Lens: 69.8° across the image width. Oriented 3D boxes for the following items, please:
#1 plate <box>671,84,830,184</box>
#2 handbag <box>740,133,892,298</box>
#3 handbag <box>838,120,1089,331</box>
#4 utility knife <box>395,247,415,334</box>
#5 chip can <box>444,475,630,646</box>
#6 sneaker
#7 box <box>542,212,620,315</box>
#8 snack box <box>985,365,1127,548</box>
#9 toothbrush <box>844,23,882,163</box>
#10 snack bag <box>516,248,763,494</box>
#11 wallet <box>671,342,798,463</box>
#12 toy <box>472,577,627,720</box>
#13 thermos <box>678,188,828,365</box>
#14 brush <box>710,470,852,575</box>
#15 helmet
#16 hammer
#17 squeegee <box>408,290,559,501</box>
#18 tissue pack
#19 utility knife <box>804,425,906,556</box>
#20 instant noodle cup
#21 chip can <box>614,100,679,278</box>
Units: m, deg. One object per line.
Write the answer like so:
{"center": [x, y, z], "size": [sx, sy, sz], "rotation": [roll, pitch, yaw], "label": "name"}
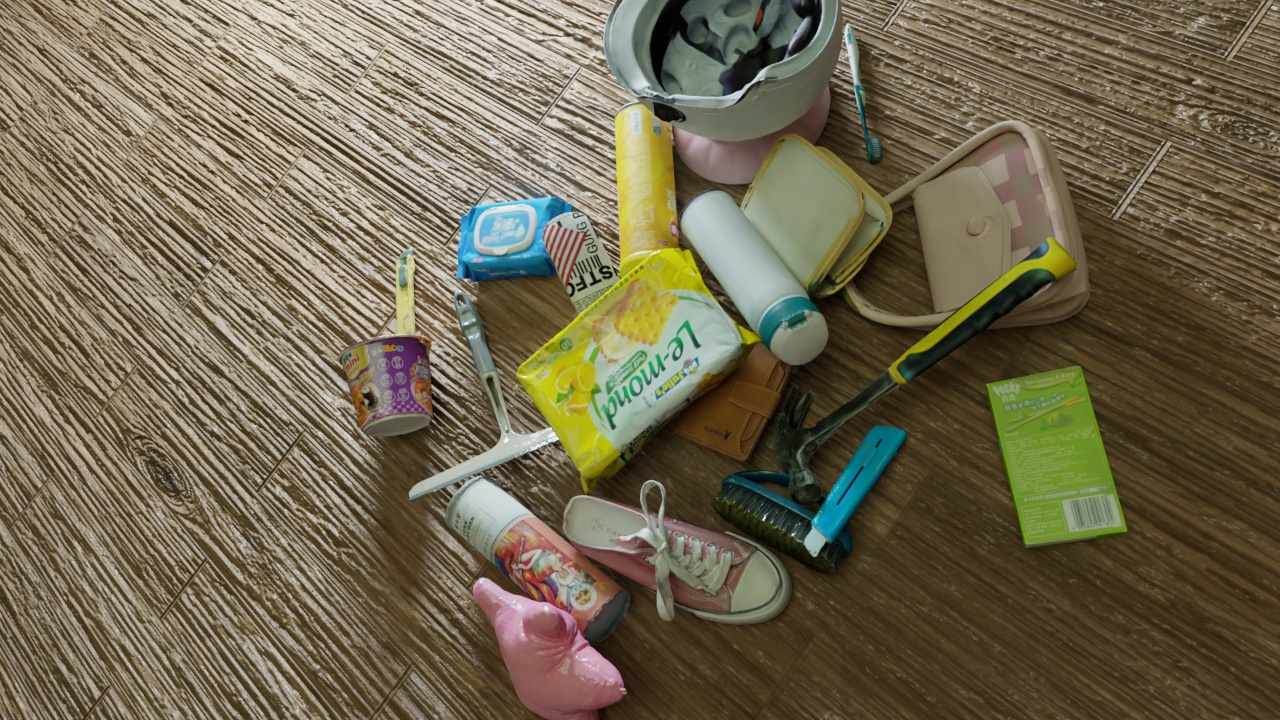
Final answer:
{"center": [0.124, -0.300, 1.079], "size": [0.193, 0.039, 0.192], "rotation": [-8, 68, 19], "label": "plate"}
{"center": [0.168, -0.131, 0.979], "size": [0.179, 0.063, 0.163], "rotation": [-58, 41, 24], "label": "handbag"}
{"center": [0.310, -0.114, 0.920], "size": [0.235, 0.093, 0.193], "rotation": [-16, 66, 29], "label": "handbag"}
{"center": [-0.302, -0.078, 1.188], "size": [0.031, 0.018, 0.151], "rotation": [-18, 70, 22], "label": "utility knife"}
{"center": [-0.110, 0.208, 0.969], "size": [0.215, 0.071, 0.071], "rotation": [33, 85, 28], "label": "chip can"}
{"center": [0.029, 0.189, 0.893], "size": [0.241, 0.088, 0.118], "rotation": [20, 79, 13], "label": "sneaker"}
{"center": [-0.060, -0.095, 1.051], "size": [0.074, 0.064, 0.164], "rotation": [-33, 80, 22], "label": "box"}
{"center": [0.377, 0.088, 0.839], "size": [0.086, 0.026, 0.156], "rotation": [-13, 67, 17], "label": "snack box"}
{"center": [0.253, -0.306, 1.043], "size": [0.018, 0.016, 0.191], "rotation": [-7, 68, 9], "label": "toothbrush"}
{"center": [-0.006, 0.006, 0.974], "size": [0.246, 0.068, 0.158], "rotation": [-40, 62, 7], "label": "snack bag"}
{"center": [0.105, 0.036, 0.958], "size": [0.119, 0.035, 0.130], "rotation": [18, 77, 45], "label": "wallet"}
{"center": [-0.077, 0.298, 0.879], "size": [0.179, 0.195, 0.074], "rotation": [8, 36, 43], "label": "toy"}
{"center": [0.116, -0.085, 0.944], "size": [0.073, 0.073, 0.224], "rotation": [-35, 50, 7], "label": "thermos"}
{"center": [0.143, 0.149, 0.898], "size": [0.144, 0.055, 0.073], "rotation": [25, 60, 28], "label": "brush"}
{"center": [0.102, -0.334, 0.995], "size": [0.259, 0.146, 0.228], "rotation": [9, 73, 33], "label": "helmet"}
{"center": [0.253, 0.000, 0.856], "size": [0.324, 0.032, 0.126], "rotation": [-41, 32, 21], "label": "hammer"}
{"center": [-0.180, 0.020, 1.085], "size": [0.246, 0.039, 0.246], "rotation": [-23, 61, -3], "label": "squeegee"}
{"center": [-0.161, -0.150, 1.132], "size": [0.157, 0.052, 0.094], "rotation": [-3, 70, 21], "label": "tissue pack"}
{"center": [0.200, 0.121, 0.867], "size": [0.034, 0.018, 0.165], "rotation": [25, 57, 28], "label": "utility knife"}
{"center": [-0.298, 0.033, 1.095], "size": [0.112, 0.111, 0.099], "rotation": [-18, 72, 15], "label": "instant noodle cup"}
{"center": [0.006, -0.196, 1.070], "size": [0.072, 0.072, 0.213], "rotation": [-11, 68, 18], "label": "chip can"}
